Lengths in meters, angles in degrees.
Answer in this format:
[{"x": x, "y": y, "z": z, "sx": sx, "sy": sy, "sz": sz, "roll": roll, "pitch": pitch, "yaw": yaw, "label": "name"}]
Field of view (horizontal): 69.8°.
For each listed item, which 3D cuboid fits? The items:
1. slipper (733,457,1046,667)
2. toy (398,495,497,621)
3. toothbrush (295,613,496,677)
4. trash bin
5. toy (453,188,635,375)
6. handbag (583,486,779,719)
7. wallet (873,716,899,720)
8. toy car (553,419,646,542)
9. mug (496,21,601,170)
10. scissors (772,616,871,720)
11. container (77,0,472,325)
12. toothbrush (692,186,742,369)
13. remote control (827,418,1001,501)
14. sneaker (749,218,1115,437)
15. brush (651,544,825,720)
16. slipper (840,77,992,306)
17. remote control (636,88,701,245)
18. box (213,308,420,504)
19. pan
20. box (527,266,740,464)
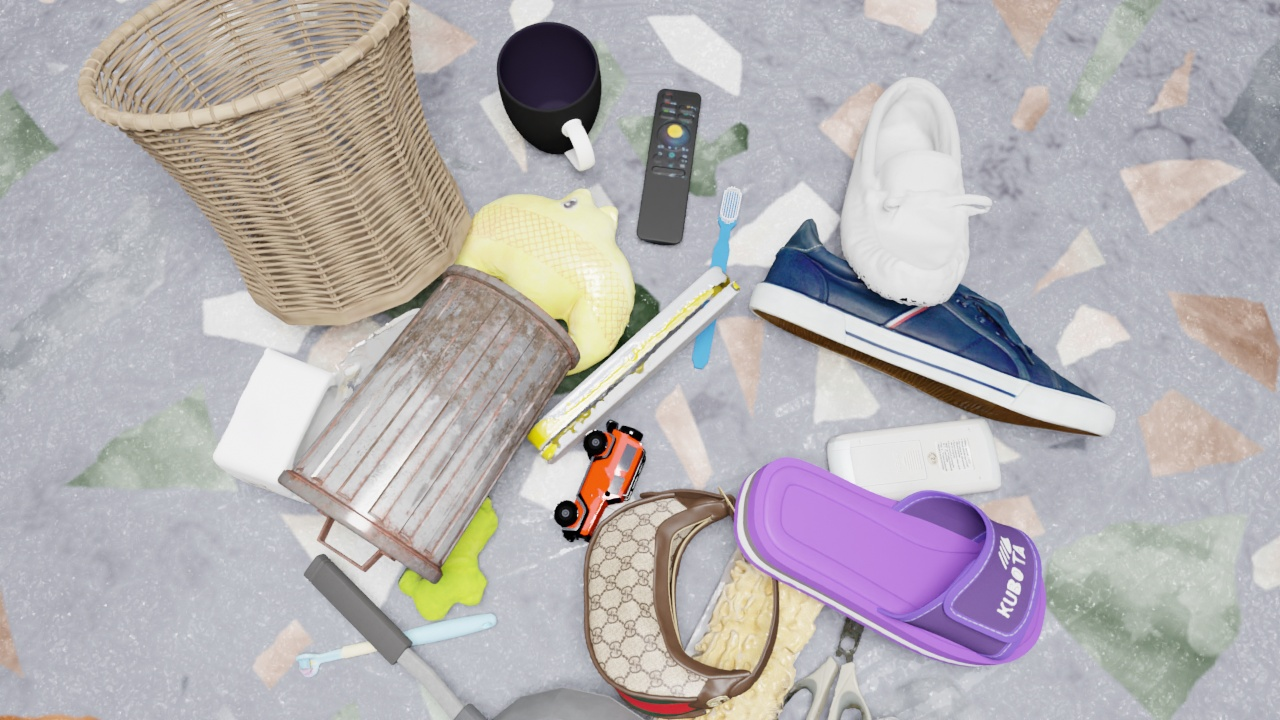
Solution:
[{"x": 0.202, "y": 0.138, "z": 0.646, "sx": 0.266, "sy": 0.084, "sz": 0.107, "roll": 24, "pitch": 59, "yaw": -15, "label": "slipper"}, {"x": -0.150, "y": 0.149, "z": 0.718, "sx": 0.094, "sy": 0.036, "sz": 0.093, "roll": -25, "pitch": 82, "yaw": 0, "label": "toy"}, {"x": -0.187, "y": 0.218, "z": 0.709, "sx": 0.155, "sy": 0.016, "sz": 0.022, "roll": -13, "pitch": 112, "yaw": -3, "label": "toothbrush"}, {"x": -0.151, "y": 0.051, "z": 0.662, "sx": 0.131, "sy": 0.131, "sz": 0.210, "roll": 31, "pitch": 72, "yaw": 7, "label": "trash bin"}, {"x": -0.079, "y": -0.074, "z": 0.764, "sx": 0.170, "sy": 0.064, "sz": 0.155, "roll": 36, "pitch": 93, "yaw": 11, "label": "toy"}, {"x": 0.031, "y": 0.169, "z": 0.666, "sx": 0.138, "sy": 0.063, "sz": 0.166, "roll": -12, "pitch": 51, "yaw": 11, "label": "handbag"}, {"x": 0.170, "y": 0.327, "z": 0.678, "sx": 0.086, "sy": 0.032, "sz": 0.116, "roll": -9, "pitch": 75, "yaw": 8, "label": "wallet"}, {"x": -0.031, "y": 0.098, "z": 0.723, "sx": 0.049, "sy": 0.051, "sz": 0.100, "roll": 21, "pitch": 76, "yaw": 7, "label": "toy car"}, {"x": -0.068, "y": -0.208, "z": 0.778, "sx": 0.085, "sy": 0.100, "sz": 0.119, "roll": -24, "pitch": 77, "yaw": -7, "label": "mug"}, {"x": 0.162, "y": 0.231, "z": 0.692, "sx": 0.169, "sy": 0.012, "sz": 0.131, "roll": -42, "pitch": 42, "yaw": -2, "label": "scissors"}, {"x": -0.246, "y": -0.159, "z": 0.680, "sx": 0.227, "sy": 0.196, "sz": 0.226, "roll": -7, "pitch": 47, "yaw": 8, "label": "container"}, {"x": 0.066, "y": -0.073, "z": 0.789, "sx": 0.016, "sy": 0.014, "sz": 0.166, "roll": 11, "pitch": 76, "yaw": 2, "label": "toothbrush"}, {"x": 0.222, "y": 0.083, "z": 0.743, "sx": 0.138, "sy": 0.025, "sz": 0.060, "roll": -6, "pitch": 75, "yaw": -4, "label": "remote control"}, {"x": 0.244, "y": -0.035, "z": 0.736, "sx": 0.294, "sy": 0.120, "sz": 0.127, "roll": 26, "pitch": 89, "yaw": 9, "label": "sneaker"}, {"x": 0.082, "y": 0.215, "z": 0.691, "sx": 0.083, "sy": 0.057, "sz": 0.271, "roll": 27, "pitch": 77, "yaw": 7, "label": "brush"}, {"x": 0.218, "y": -0.138, "z": 0.730, "sx": 0.112, "sy": 0.075, "sz": 0.246, "roll": 2, "pitch": 49, "yaw": 14, "label": "slipper"}, {"x": 0.026, "y": -0.172, "z": 0.812, "sx": 0.041, "sy": 0.020, "sz": 0.151, "roll": 8, "pitch": 74, "yaw": 2, "label": "remote control"}, {"x": -0.244, "y": 0.023, "z": 0.715, "sx": 0.083, "sy": 0.111, "sz": 0.190, "roll": 36, "pitch": 74, "yaw": 6, "label": "box"}, {"x": -0.118, "y": 0.267, "z": 0.656, "sx": 0.357, "sy": 0.041, "sz": 0.179, "roll": 40, "pitch": 101, "yaw": 13, "label": "pan"}, {"x": -0.005, "y": 0.004, "z": 0.737, "sx": 0.209, "sy": 0.064, "sz": 0.033, "roll": -41, "pitch": 83, "yaw": -7, "label": "box"}]
